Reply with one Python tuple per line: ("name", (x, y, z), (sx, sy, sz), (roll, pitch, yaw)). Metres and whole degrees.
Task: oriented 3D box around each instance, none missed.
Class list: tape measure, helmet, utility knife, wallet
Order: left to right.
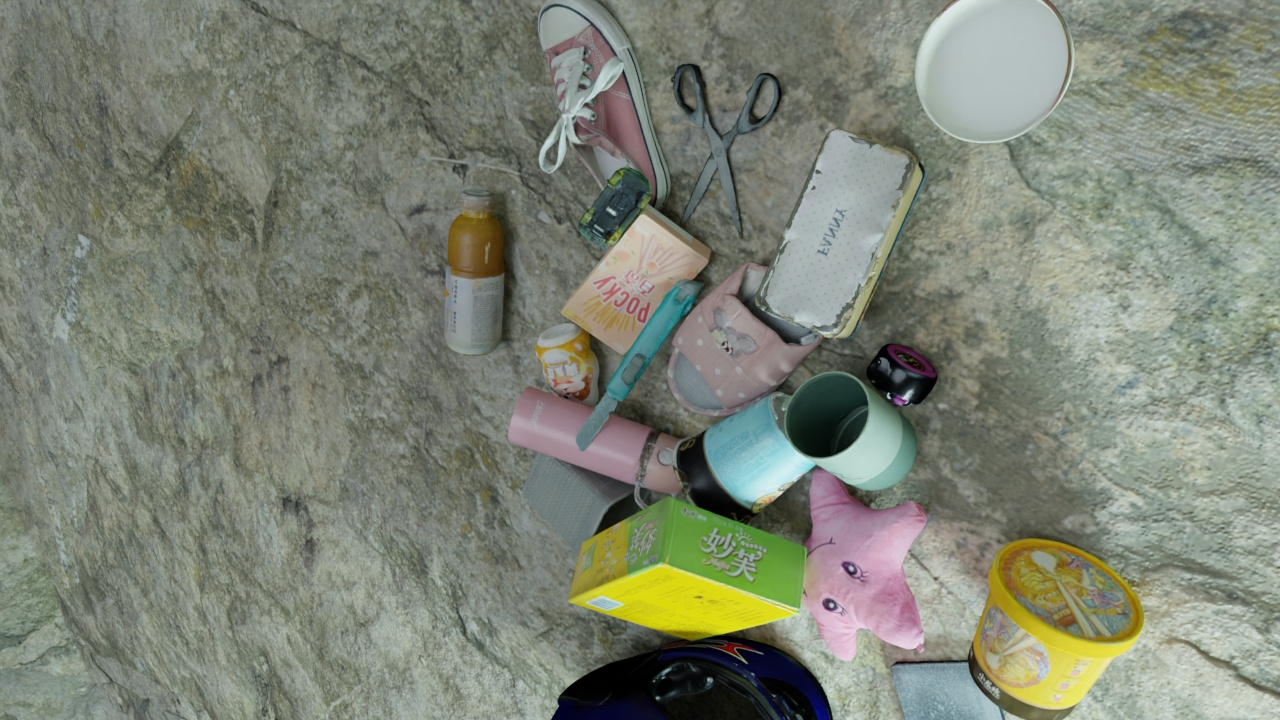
("utility knife", (-0.006, 0.005, 0.937), (0.029, 0.013, 0.217), (35, 103, 4))
("helmet", (0.029, 0.440, 0.977), (0.316, 0.239, 0.247), (-30, 88, 37))
("tape measure", (0.231, 0.014, 0.815), (0.058, 0.056, 0.039), (32, 117, 11))
("wallet", (0.306, 0.348, 0.893), (0.097, 0.019, 0.121), (-15, 94, 35))

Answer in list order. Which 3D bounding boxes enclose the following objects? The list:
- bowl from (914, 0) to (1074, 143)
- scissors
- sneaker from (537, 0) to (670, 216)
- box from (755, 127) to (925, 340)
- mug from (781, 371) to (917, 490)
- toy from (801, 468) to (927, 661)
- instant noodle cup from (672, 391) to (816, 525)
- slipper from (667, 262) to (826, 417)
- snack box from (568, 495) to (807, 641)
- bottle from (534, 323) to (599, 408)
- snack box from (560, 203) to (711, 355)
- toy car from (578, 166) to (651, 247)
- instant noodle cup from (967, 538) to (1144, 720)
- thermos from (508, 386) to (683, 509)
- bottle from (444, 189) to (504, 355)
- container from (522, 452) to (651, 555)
("bowl", (0.277, -0.227, 0.706), (0.114, 0.062, 0.113), (12, 111, 33))
("scissors", (0.073, -0.207, 0.885), (0.159, 0.014, 0.182), (51, 127, 11))
("sneaker", (-0.049, -0.251, 0.909), (0.119, 0.087, 0.241), (-19, 94, 37))
("box", (0.173, -0.112, 0.785), (0.090, 0.060, 0.184), (28, 97, 21))
("mug", (0.182, 0.063, 0.829), (0.112, 0.106, 0.082), (22, 84, 47))
("toy", (0.209, 0.200, 0.874), (0.178, 0.074, 0.195), (45, 127, 32))
("instant noodle cup", (0.111, 0.094, 0.900), (0.121, 0.111, 0.111), (-39, 81, 30))
("slipper", (0.119, -0.035, 0.880), (0.275, 0.054, 0.114), (-42, 79, 34))
("snack box", (0.042, 0.215, 0.918), (0.157, 0.069, 0.211), (23, 148, -18))
("bottle", (-0.076, 0.015, 1.028), (0.063, 0.063, 0.108), (-1, 118, 35))
("snack box", (-0.006, -0.080, 0.949), (0.084, 0.026, 0.158), (34, 126, -13))
("toy car", (-0.024, -0.151, 0.893), (0.043, 0.036, 0.091), (36, 132, -11))
("instant noodle cup", (0.341, 0.232, 0.776), (0.118, 0.118, 0.115), (26, 126, 26))
("thermos", (-0.043, 0.098, 0.988), (0.198, 0.087, 0.067), (20, 161, 7))
("bottle", (-0.192, -0.102, 1.068), (0.068, 0.067, 0.190), (18, 114, 29))
("container", (-0.064, 0.147, 1.046), (0.114, 0.090, 0.090), (39, 122, 23))
